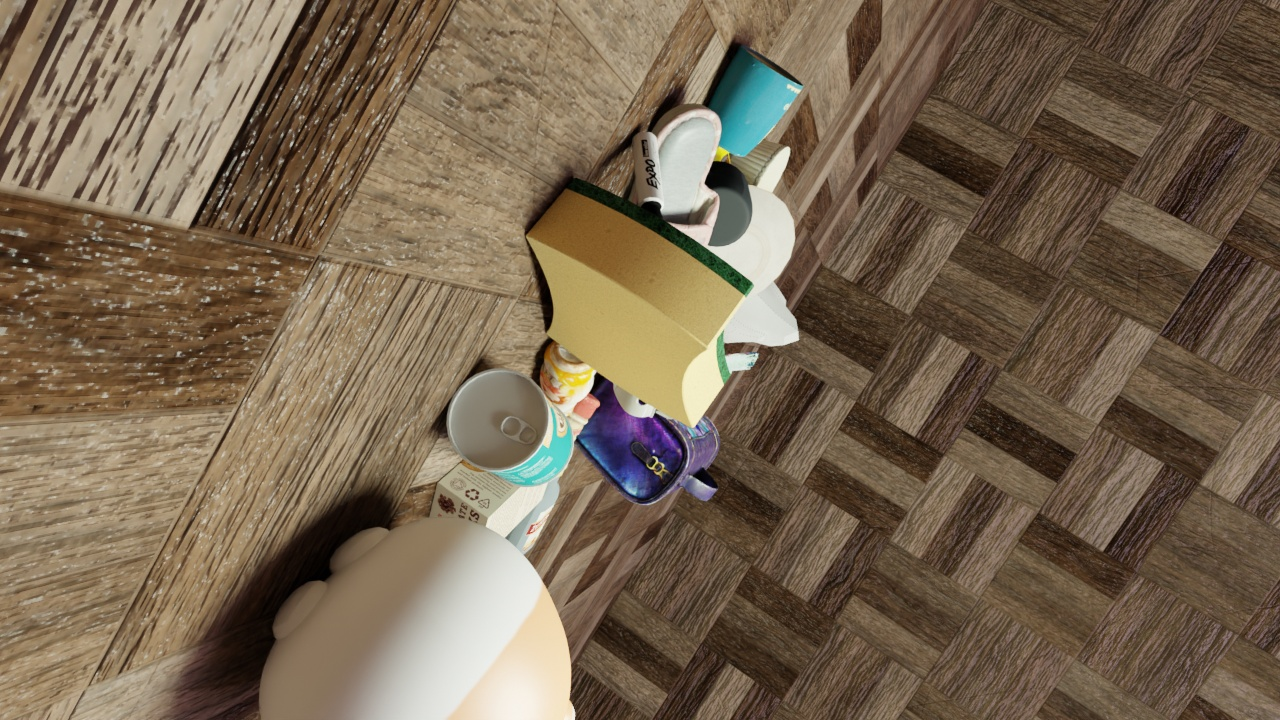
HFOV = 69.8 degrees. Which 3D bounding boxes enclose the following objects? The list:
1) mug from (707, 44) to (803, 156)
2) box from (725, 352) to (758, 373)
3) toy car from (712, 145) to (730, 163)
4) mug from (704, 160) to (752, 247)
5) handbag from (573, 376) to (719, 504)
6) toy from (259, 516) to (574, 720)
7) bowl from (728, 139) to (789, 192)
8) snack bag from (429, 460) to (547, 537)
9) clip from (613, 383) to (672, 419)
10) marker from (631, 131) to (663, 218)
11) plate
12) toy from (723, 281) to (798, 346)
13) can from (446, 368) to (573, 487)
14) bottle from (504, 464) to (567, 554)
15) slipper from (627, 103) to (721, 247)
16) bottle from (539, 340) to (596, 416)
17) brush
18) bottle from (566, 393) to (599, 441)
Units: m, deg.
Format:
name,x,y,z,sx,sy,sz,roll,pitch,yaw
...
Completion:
name,x,y,z,sx,sy,sz,roll,pitch,yaw
mug,0.121,-0.300,1.066,0.104,0.084,0.112,-56,-162,24
box,0.111,0.001,1.536,0.230,0.159,0.035,76,18,-82
toy car,0.098,-0.248,1.198,0.049,0.030,0.107,-55,166,-6
mug,0.087,-0.204,1.111,0.085,0.122,0.094,-18,-154,11
handbag,0.021,0.121,1.335,0.125,0.222,0.204,-51,167,11
toy,-0.192,0.286,0.829,0.267,0.281,0.262,-28,-164,52
bowl,0.154,-0.263,1.293,0.115,0.062,0.115,-53,167,-18
snack bag,-0.152,0.134,1.077,0.205,0.070,0.095,-44,162,-48
clip,-0.007,0.007,1.157,0.081,0.147,0.125,-55,170,-49
marker,0.008,-0.168,0.888,0.025,0.025,0.125,101,-14,-59
plate,0.119,-0.144,1.227,0.027,0.188,0.189,-108,-145,-50
toy,0.142,-0.109,1.383,0.140,0.246,0.268,-53,-171,-24
can,-0.129,0.073,0.942,0.099,0.099,0.144,-56,168,-9
bottle,-0.151,0.202,1.307,0.161,0.046,0.072,-63,167,23
slipper,0.034,-0.156,1.023,0.114,0.054,0.275,-15,141,-26
bottle,-0.087,0.023,1.068,0.063,0.063,0.109,-47,165,-39
brush,-0.002,-0.048,0.908,0.075,0.195,0.250,-53,167,-19
bottle,-0.100,0.090,1.235,0.109,0.044,0.044,-57,168,5
